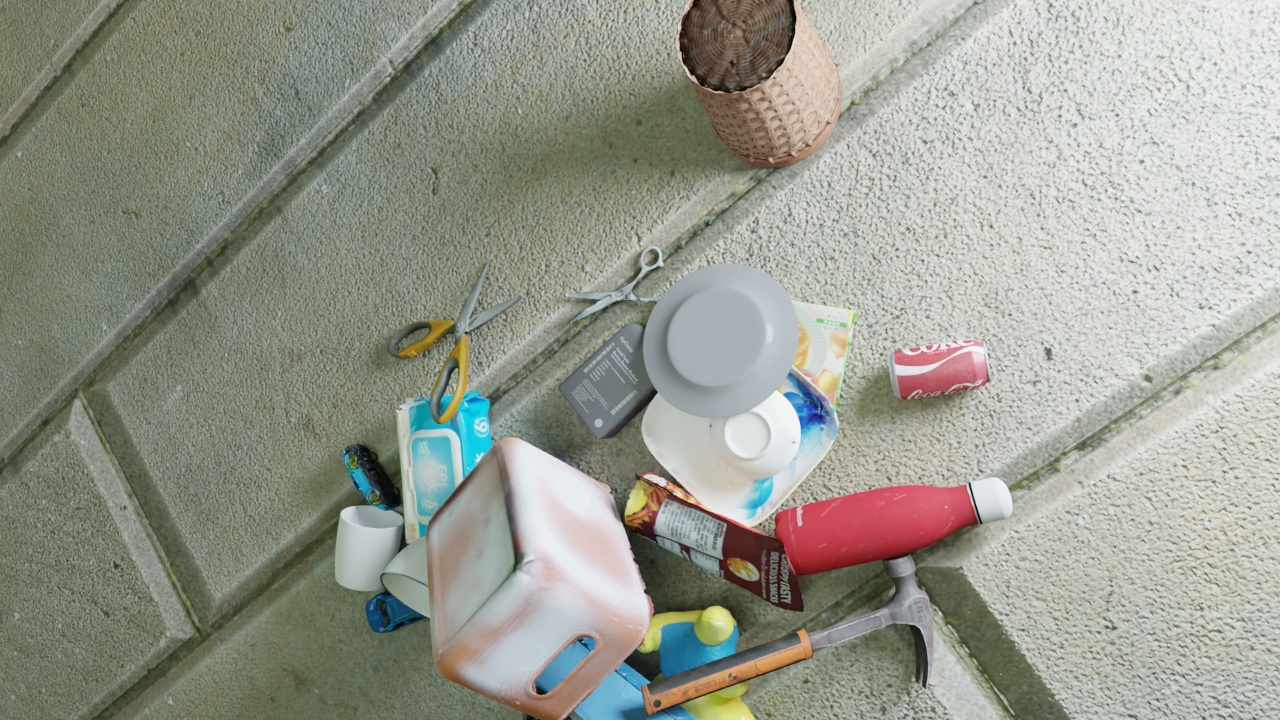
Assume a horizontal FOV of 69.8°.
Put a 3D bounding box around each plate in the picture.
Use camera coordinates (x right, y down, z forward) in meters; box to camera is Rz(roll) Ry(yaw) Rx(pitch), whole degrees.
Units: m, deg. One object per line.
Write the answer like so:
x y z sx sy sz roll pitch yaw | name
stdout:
0.085 -0.025 1.009 0.179 0.012 0.178 -7 72 21 | plate
0.108 0.073 1.023 0.187 0.016 0.187 44 106 16 | plate
0.119 0.078 0.994 0.104 0.026 0.104 0 91 23 | plate

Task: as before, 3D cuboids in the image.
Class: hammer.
0.155 0.313 0.950 0.314 0.035 0.137 -17 89 -6 | hammer

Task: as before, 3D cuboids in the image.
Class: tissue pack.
-0.243 0.147 1.159 0.117 0.066 0.209 -7 88 22 | tissue pack

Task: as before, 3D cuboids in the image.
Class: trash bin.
0.121 -0.299 0.957 0.151 0.209 0.151 -1 88 21 | trash bin
-0.123 0.227 0.988 0.182 0.157 0.259 -48 31 14 | trash bin

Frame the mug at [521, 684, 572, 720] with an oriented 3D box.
-0.111 0.439 1.074 0.080 0.107 0.115 -34 77 16 | mug

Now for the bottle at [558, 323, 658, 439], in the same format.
-0.006 0.006 1.082 0.174 0.046 0.083 -43 75 14 | bottle

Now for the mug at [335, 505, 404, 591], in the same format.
-0.364 0.239 1.202 0.114 0.080 0.088 23 104 51 | mug

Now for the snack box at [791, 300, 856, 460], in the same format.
0.159 0.015 1.028 0.132 0.027 0.168 12 93 22 | snack box

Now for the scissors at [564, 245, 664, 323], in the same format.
-0.013 -0.070 1.104 0.147 0.014 0.142 45 101 16 | scissors

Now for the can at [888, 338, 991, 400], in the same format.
0.312 0.009 0.957 0.097 0.054 0.054 -10 85 20 | can

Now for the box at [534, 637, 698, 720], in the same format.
-0.031 0.398 0.989 0.232 0.112 0.094 21 112 49 | box

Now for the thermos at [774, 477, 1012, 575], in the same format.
0.262 0.168 0.960 0.240 0.073 0.073 -17 82 19 | thermos

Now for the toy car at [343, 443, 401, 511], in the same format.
-0.357 0.157 1.210 0.032 0.048 0.105 -42 76 14 | toy car

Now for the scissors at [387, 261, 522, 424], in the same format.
-0.238 -0.019 1.154 0.226 0.016 0.228 -21 55 25 | scissors

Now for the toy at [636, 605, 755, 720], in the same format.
0.075 0.380 1.019 0.149 0.083 0.214 -21 80 41 | toy

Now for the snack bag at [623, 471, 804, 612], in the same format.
0.080 0.204 1.004 0.208 0.139 0.066 26 56 30 | snack bag

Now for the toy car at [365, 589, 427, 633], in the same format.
-0.306 0.316 1.187 0.120 0.043 0.056 -23 80 19 | toy car

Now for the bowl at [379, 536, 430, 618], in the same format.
-0.249 0.262 1.111 0.116 0.116 0.065 12 52 21 | bowl
